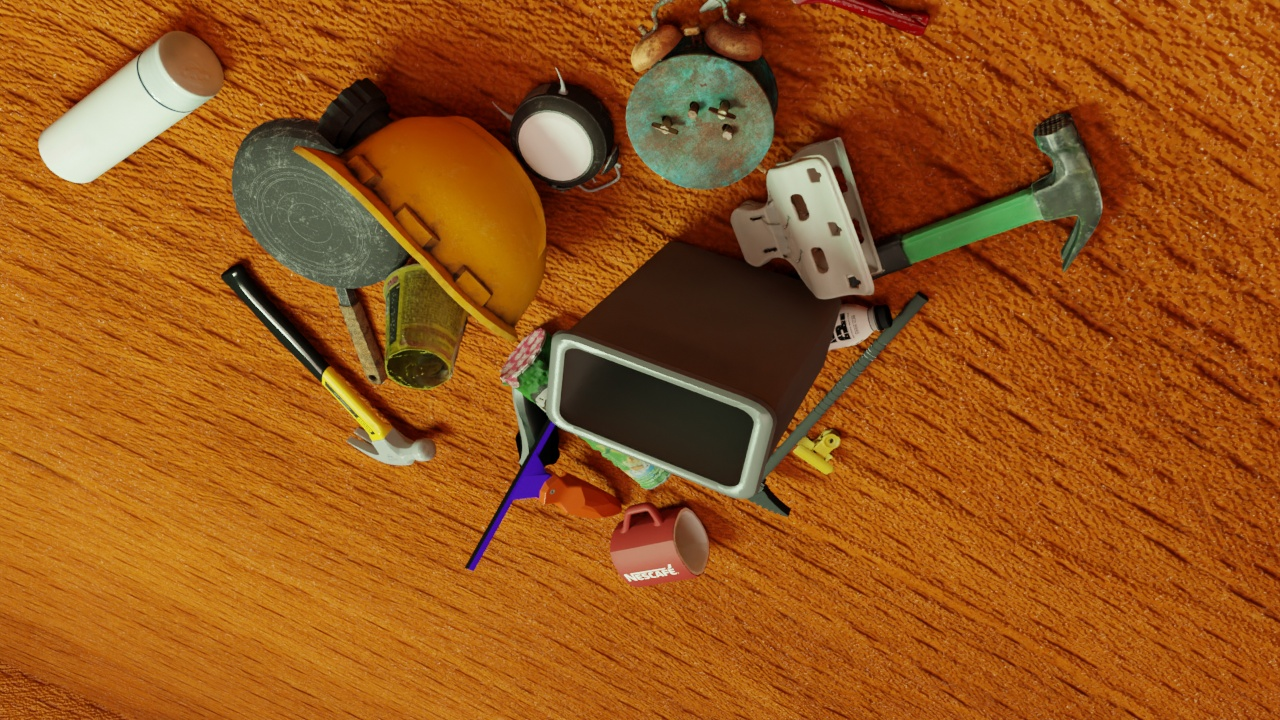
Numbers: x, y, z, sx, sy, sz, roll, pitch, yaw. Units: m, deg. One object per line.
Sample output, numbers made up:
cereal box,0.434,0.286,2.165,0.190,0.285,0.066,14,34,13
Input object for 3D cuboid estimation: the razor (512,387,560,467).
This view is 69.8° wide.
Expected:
razor,-0.126,0.069,1.087,0.060,0.057,0.156,37,143,29

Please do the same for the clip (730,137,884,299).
clip,0.151,-0.122,0.798,0.127,0.110,0.151,68,164,-16

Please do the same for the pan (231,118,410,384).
pan,-0.333,-0.096,1.012,0.208,0.040,0.358,7,132,12

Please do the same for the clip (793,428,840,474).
clip,0.200,0.099,1.020,0.054,0.046,0.048,36,158,-13

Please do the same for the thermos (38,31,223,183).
thermos,-0.507,-0.246,0.907,0.231,0.067,0.068,-18,124,31

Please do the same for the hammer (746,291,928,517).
hammer,0.198,0.051,0.959,0.095,0.015,0.326,33,127,-2

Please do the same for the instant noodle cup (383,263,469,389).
instant noodle cup,-0.227,-0.032,0.969,0.102,0.108,0.102,-1,142,-1

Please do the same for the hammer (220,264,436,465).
hammer,-0.391,0.013,1.129,0.127,0.029,0.323,-12,124,42

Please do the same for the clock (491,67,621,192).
clock,-0.068,-0.195,0.822,0.091,0.043,0.123,-17,124,31

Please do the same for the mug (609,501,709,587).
mug,0.017,0.226,1.165,0.097,0.080,0.116,-18,117,31

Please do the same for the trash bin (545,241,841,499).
trash bin,0.054,-0.004,0.806,0.192,0.219,0.098,20,125,17

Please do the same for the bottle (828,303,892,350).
bottle,0.186,-0.031,0.893,0.116,0.041,0.041,-13,126,28

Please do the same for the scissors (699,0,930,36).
scissors,0.135,-0.308,0.669,0.199,0.015,0.180,24,136,-3

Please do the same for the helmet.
helmet,-0.168,-0.146,0.832,0.255,0.205,0.131,43,88,-7

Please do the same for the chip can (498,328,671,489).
chip can,-0.049,0.059,1.027,0.223,0.075,0.076,39,132,-22

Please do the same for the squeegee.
squeegee,-0.081,0.164,1.118,0.055,0.249,0.184,31,-178,39

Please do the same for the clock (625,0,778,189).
clock,0.049,-0.216,0.744,0.121,0.073,0.158,0,131,18

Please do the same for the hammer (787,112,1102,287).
hammer,0.240,-0.099,0.820,0.320,0.032,0.130,-19,124,33
